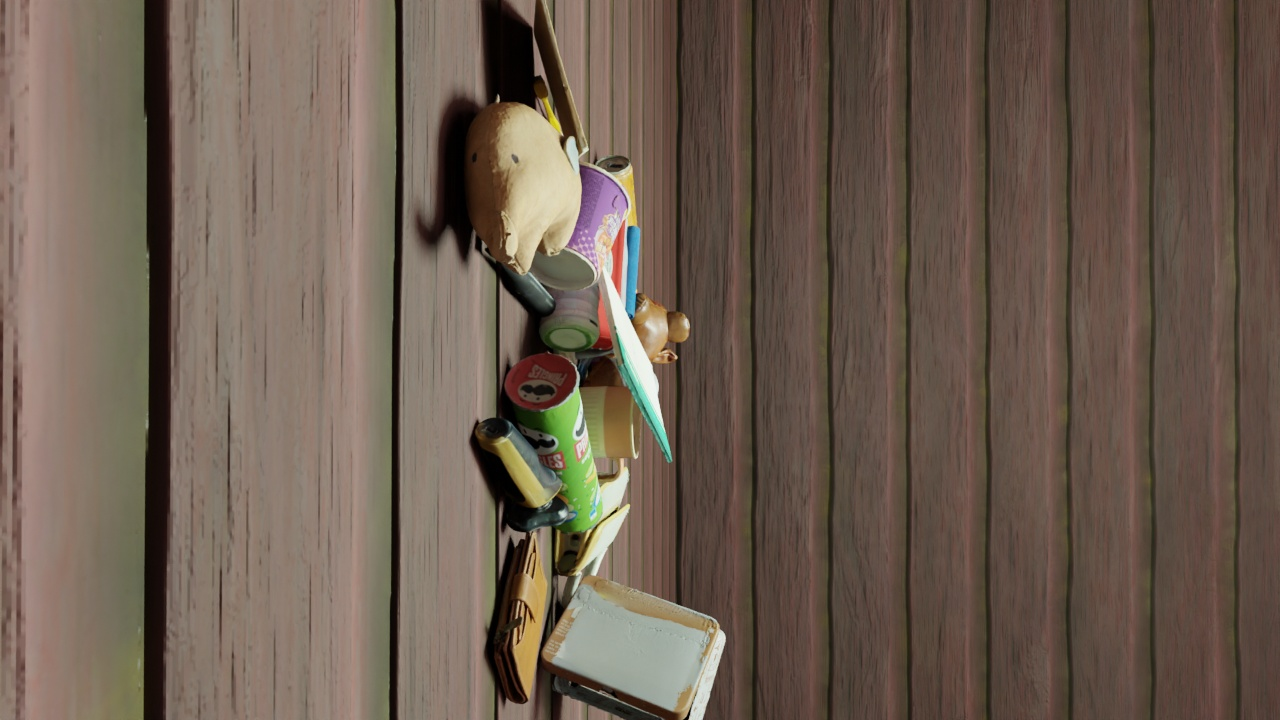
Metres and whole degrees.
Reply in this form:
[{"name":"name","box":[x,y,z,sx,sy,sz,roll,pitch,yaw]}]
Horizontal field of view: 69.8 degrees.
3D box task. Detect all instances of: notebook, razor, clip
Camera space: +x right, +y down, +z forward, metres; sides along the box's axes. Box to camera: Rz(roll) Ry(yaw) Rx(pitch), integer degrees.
[{"name":"notebook","box":[-0.082,-0.274,0.908,0.207,0.008,0.148,-126,-160,-78]},{"name":"razor","box":[-0.113,0.106,0.841,0.067,0.062,0.168,-52,151,-22]},{"name":"notebook","box":[-0.006,0.006,1.047,0.209,0.012,0.150,64,10,-52]},{"name":"clip","box":[-0.078,-0.002,1.278,0.024,0.028,0.056,76,25,-57]}]

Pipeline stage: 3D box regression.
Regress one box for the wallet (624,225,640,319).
[{"name":"wallet","box":[-0.045,-0.107,1.236,0.040,0.107,0.133,25,60,-41]}]

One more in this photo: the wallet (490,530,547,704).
[{"name":"wallet","box":[-0.116,0.244,0.888,0.130,0.035,0.119,-84,177,-45]}]

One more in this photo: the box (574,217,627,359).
[{"name":"box","box":[-0.068,-0.105,1.182,0.100,0.095,0.201,-23,-120,57]}]

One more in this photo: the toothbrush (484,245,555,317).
[{"name":"toothbrush","box":[-0.116,-0.080,0.888,0.212,0.026,0.027,59,38,-77]}]

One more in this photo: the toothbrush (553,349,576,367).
[{"name":"toothbrush","box":[-0.089,0.039,1.125,0.026,0.027,0.221,-45,139,-52]}]

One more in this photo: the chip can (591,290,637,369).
[{"name":"chip can","box":[-0.039,-0.002,1.364,0.071,0.071,0.210,-60,149,-77]}]

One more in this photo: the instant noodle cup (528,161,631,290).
[{"name":"instant noodle cup","box":[-0.073,-0.133,0.946,0.112,0.111,0.099,78,22,-62]}]

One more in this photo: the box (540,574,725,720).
[{"name":"box","box":[-0.008,0.345,1.068,0.168,0.182,0.150,30,75,-69]}]

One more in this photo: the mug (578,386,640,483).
[{"name":"mug","box":[-0.056,0.086,1.063,0.081,0.106,0.114,-65,154,-74]}]

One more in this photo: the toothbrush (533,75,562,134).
[{"name":"toothbrush","box":[-0.100,-0.275,1.077,0.191,0.016,0.018,68,14,-71]}]

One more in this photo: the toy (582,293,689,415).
[{"name":"toy","box":[-0.011,0.011,1.271,0.130,0.140,0.199,33,-81,51]}]

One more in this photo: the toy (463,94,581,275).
[{"name":"toy","box":[-0.104,-0.143,0.754,0.225,0.083,0.143,-61,135,-71]}]

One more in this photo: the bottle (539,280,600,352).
[{"name":"bottle","box":[-0.078,-0.109,1.055,0.068,0.068,0.196,78,12,-61]}]

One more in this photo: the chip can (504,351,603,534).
[{"name":"chip can","box":[-0.085,0.094,0.962,0.236,0.072,0.072,83,9,-49]}]

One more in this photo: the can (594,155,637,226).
[{"name":"can","box":[-0.037,-0.244,1.439,0.058,0.058,0.146,-82,170,-49]}]

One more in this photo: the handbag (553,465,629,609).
[{"name":"handbag","box":[-0.062,0.227,1.171,0.163,0.063,0.179,-14,111,-76]}]
